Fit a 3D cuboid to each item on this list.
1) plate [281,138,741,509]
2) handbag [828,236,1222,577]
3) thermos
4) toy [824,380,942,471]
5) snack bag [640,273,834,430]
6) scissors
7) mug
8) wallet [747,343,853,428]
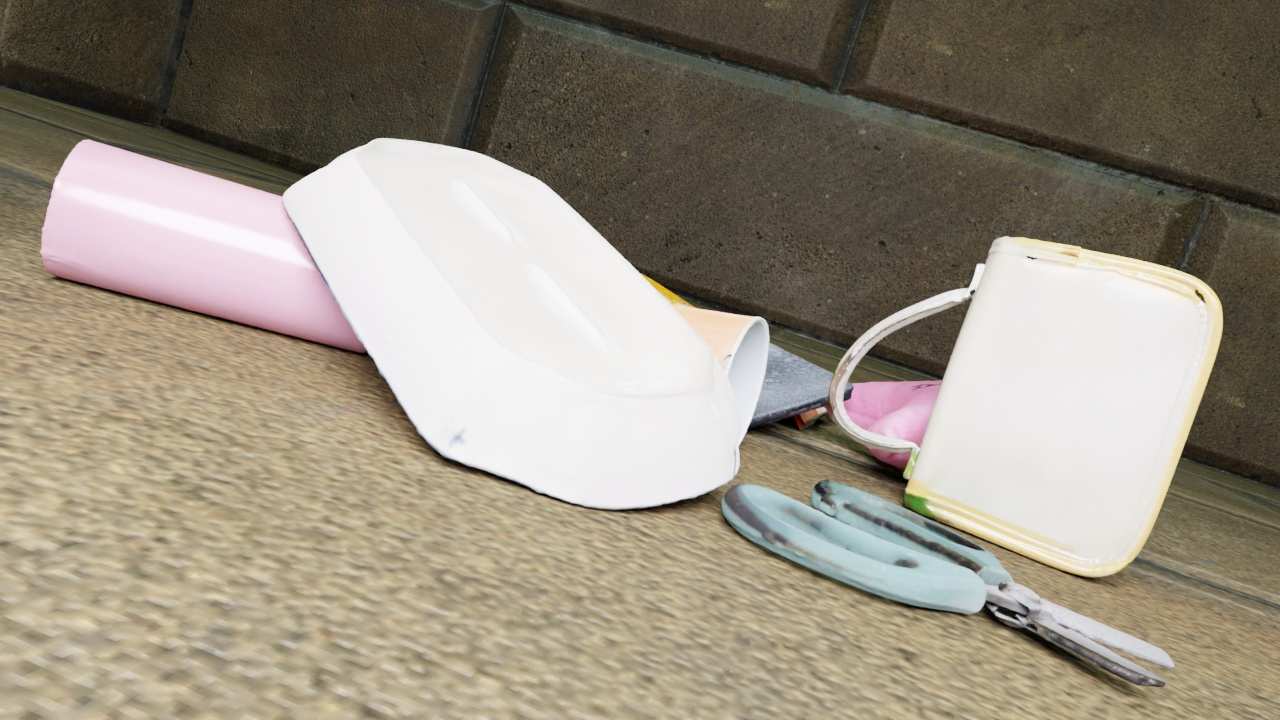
[{"bbox_3d":[-0.056,-0.036,0.417,0.161,0.034,0.265,0,36,-39],"label":"plate"},{"bbox_3d":[0.202,0.014,0.512,0.179,0.163,0.063,20,5,21],"label":"handbag"},{"bbox_3d":[-0.173,-0.052,0.459,0.198,0.067,0.087,14,34,-18],"label":"thermos"},{"bbox_3d":[0.202,0.048,0.627,0.179,0.074,0.194,11,5,30],"label":"toy"},{"bbox_3d":[0.066,0.000,0.778,0.208,0.073,0.128,28,9,21],"label":"snack bag"},{"bbox_3d":[0.124,0.082,0.376,0.178,0.019,0.169,18,6,17],"label":"scissors"},{"bbox_3d":[0.000,0.001,0.504,0.123,0.078,0.078,15,5,22],"label":"mug"},{"bbox_3d":[0.077,0.017,0.653,0.097,0.019,0.121,-15,21,-23],"label":"wallet"}]
